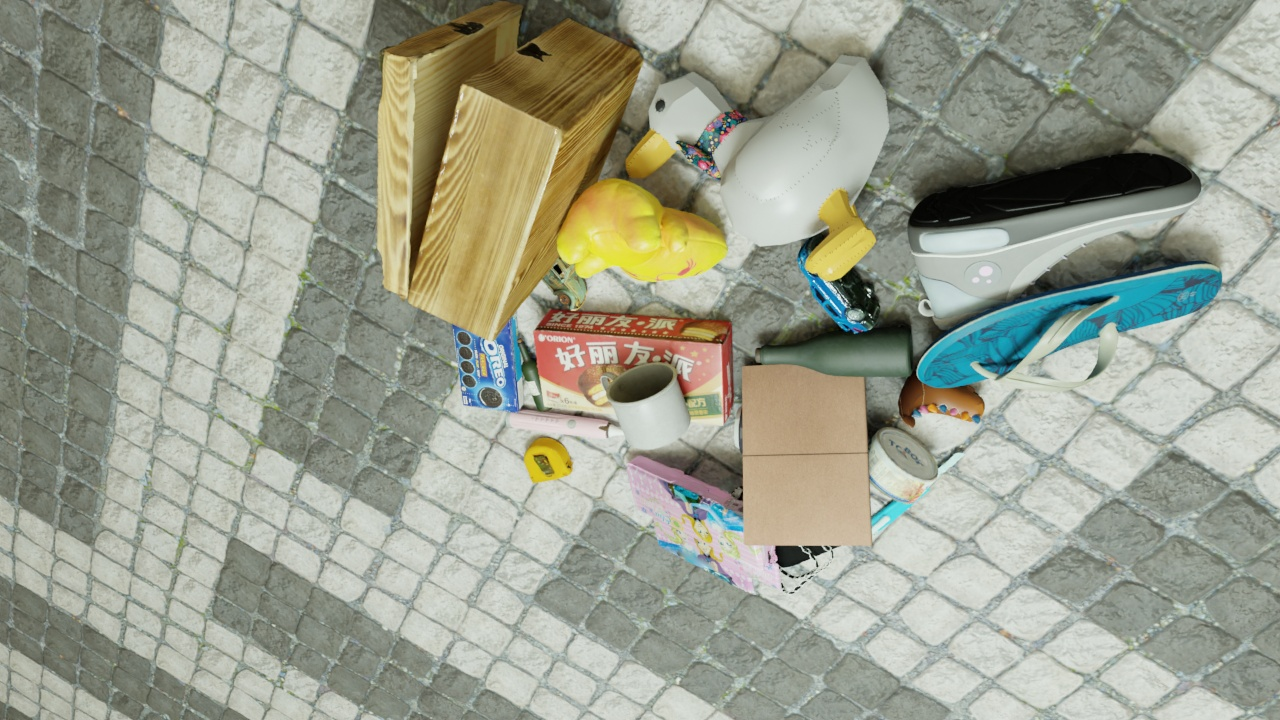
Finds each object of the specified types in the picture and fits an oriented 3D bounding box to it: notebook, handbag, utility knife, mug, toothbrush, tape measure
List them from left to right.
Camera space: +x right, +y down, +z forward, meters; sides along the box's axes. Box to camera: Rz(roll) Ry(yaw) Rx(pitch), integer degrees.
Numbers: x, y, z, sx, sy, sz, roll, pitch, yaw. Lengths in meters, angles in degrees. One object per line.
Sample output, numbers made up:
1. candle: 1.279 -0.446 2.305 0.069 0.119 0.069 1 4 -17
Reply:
1. tape measure: -0.128 0.136 1.256 0.068 0.030 0.059 -13 116 25
2. toothbrush: -0.072 0.087 1.210 0.223 0.026 0.027 6 82 16
3. mug: 0.001 0.050 1.062 0.113 0.084 0.070 12 131 47
4. handbag: 0.172 0.199 1.114 0.125 0.114 0.154 36 150 -5
5. notebook: 0.188 0.105 1.048 0.141 0.008 0.209 -3 75 16
6. utility knife: 0.335 0.164 1.118 0.022 0.015 0.169 37 126 -5

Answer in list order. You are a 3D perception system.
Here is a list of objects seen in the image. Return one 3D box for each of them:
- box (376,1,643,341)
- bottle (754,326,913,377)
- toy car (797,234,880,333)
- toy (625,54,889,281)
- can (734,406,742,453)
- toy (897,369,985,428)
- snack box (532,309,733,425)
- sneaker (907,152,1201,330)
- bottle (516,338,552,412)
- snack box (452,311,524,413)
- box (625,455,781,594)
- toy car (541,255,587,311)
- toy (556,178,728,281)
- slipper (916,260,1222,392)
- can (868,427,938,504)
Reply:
1. box: -0.142 -0.196 0.918 0.176 0.278 0.248 23 124 0
2. bottle: 0.216 -0.008 1.036 0.174 0.055 0.055 -1 119 21
3. toy car: 0.211 -0.080 0.994 0.044 0.056 0.120 -25 113 44
4. toy: 0.128 -0.204 0.909 0.247 0.140 0.267 -40 76 16
5. can: 0.180 0.085 1.097 0.127 0.064 0.064 3 120 17
6. toy: 0.328 0.051 1.005 0.090 0.102 0.071 20 130 15
7. snack box: -0.007 0.007 1.118 0.237 0.060 0.113 5 120 16
8. sneaker: 0.402 -0.103 0.902 0.257 0.092 0.160 -7 125 21
9. bottle: -0.139 0.018 1.193 0.025 0.025 0.106 -8 116 23
10. snack box: -0.198 -0.004 1.199 0.082 0.027 0.150 7 121 15
11. box: 0.080 0.221 1.171 0.231 0.035 0.159 18 131 45
12. toy car: -0.096 -0.114 1.085 0.047 0.047 0.112 -30 107 36
13. toy: -0.002 -0.133 0.975 0.135 0.193 0.087 -11 80 30
14. slipper: 0.424 -0.022 0.912 0.295 0.060 0.118 -18 141 17
15. can: 0.298 0.121 1.064 0.086 0.086 0.043 32 122 -1
